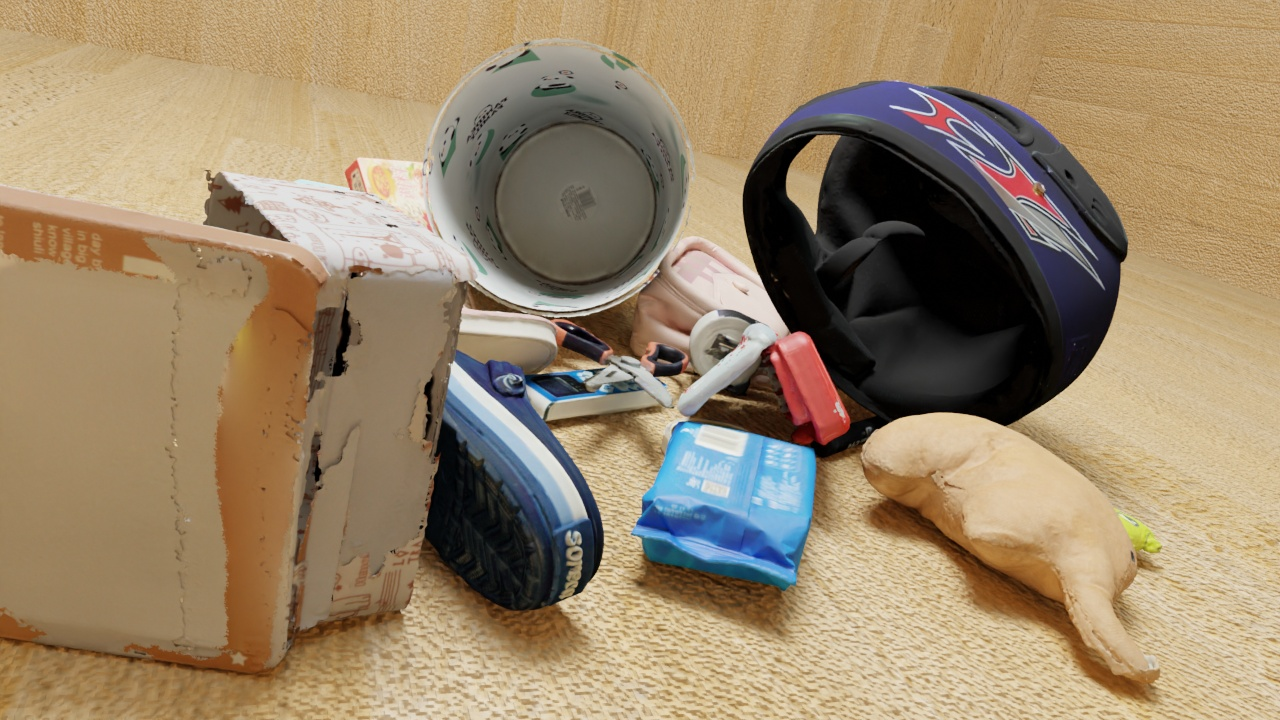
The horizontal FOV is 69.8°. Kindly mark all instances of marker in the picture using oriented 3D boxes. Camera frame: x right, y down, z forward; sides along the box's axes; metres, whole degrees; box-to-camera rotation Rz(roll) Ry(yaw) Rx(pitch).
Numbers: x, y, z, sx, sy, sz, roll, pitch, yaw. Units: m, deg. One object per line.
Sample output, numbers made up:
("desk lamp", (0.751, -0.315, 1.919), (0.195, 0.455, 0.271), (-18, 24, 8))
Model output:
("marker", (0.180, 0.057, 0.749), (0.022, 0.020, 0.131), (21, 20, 37))

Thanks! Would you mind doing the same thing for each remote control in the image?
("remote control", (-0.037, 0.025, 0.698), (0.124, 0.024, 0.049), (-4, 25, -43))

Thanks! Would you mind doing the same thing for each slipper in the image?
("slipper", (-0.183, -0.023, 0.625), (0.273, 0.114, 0.054), (3, 60, -33))
("slipper", (-0.097, 0.036, 0.500), (0.095, 0.105, 0.253), (-10, 30, -40))

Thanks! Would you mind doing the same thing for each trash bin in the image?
("trash bin", (-0.071, -0.162, 0.889), (0.229, 0.229, 0.252), (12, 5, -2))

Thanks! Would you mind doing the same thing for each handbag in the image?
("handbag", (0.117, -0.031, 0.891), (0.234, 0.093, 0.193), (23, 21, 7))

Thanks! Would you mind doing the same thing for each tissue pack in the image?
("tissue pack", (0.053, 0.084, 0.540), (0.095, 0.052, 0.156), (13, 18, 8))

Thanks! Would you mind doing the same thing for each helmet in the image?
("helmet", (0.241, -0.104, 0.754), (0.315, 0.248, 0.239), (51, 45, -14))

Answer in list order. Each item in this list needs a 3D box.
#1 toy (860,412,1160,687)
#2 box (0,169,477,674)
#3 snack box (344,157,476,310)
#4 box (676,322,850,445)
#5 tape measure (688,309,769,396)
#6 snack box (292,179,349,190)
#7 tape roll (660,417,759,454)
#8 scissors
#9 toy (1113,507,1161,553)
("toy", (0.245, 0.104, 0.576), (0.143, 0.083, 0.226), (-4, 27, -29))
("box", (-0.186, 0.022, 0.376), (0.184, 0.183, 0.154), (2, 21, -37))
("snack box", (-0.203, -0.105, 0.812), (0.026, 0.153, 0.075), (-29, -14, 40))
("box", (0.081, 0.026, 0.671), (0.101, 0.095, 0.201), (-25, -3, 6))
("tape measure", (0.074, -0.010, 0.793), (0.066, 0.066, 0.033), (23, 14, -6))
("snack box", (-0.263, -0.125, 0.909), (0.175, 0.074, 0.051), (9, 18, -8))
("tape roll", (0.058, 0.064, 0.660), (0.086, 0.014, 0.085), (11, 19, -4))
("scissors", (-0.013, 0.001, 0.712), (0.188, 0.015, 0.226), (6, 15, -44))
("toy", (0.317, 0.111, 0.664), (0.097, 0.031, 0.100), (14, 14, 5))
